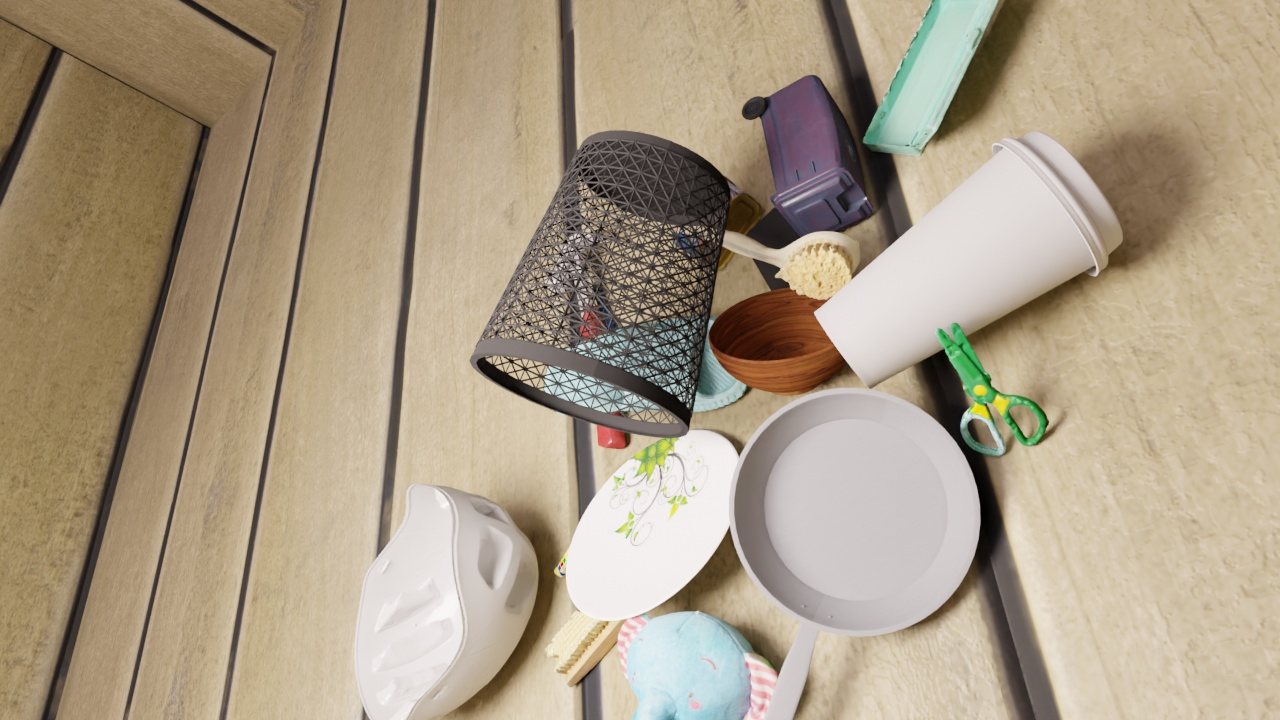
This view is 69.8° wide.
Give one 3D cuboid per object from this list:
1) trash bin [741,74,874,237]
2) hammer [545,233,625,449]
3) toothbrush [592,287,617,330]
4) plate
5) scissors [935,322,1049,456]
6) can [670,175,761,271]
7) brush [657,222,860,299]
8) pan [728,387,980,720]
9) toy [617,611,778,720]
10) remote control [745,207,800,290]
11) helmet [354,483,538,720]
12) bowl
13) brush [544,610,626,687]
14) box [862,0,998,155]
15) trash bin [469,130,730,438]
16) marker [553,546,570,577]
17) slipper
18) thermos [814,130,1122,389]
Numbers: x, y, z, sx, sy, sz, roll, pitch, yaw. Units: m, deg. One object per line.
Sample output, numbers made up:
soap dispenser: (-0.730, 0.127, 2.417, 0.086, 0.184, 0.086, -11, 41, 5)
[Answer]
trash bin: (0.177, -0.210, 0.967, 0.092, 0.093, 0.160, -24, 51, 25)
hammer: (-0.059, -0.029, 1.147, 0.126, 0.036, 0.315, -51, 42, 43)
toothbrush: (-0.035, -0.028, 1.152, 0.017, 0.016, 0.189, -54, 38, 31)
plate: (0.018, 0.172, 0.951, 0.230, 0.030, 0.229, -33, 29, 22)
scissors: (0.265, 0.024, 0.732, 0.071, 0.130, 0.014, -33, 12, 37)
can: (0.088, -0.159, 1.063, 0.100, 0.054, 0.059, -55, 41, 10)
brush: (0.111, -0.123, 0.961, 0.272, 0.077, 0.062, 23, 126, 44)
pan: (0.149, 0.198, 0.759, 0.201, 0.050, 0.356, 18, 90, 20)
toy: (0.035, 0.314, 0.822, 0.184, 0.114, 0.180, 8, 85, 38)
remote control: (0.156, -0.109, 0.994, 0.058, 0.013, 0.133, -42, 43, 22)
helmet: (-0.237, 0.290, 1.061, 0.282, 0.183, 0.224, -54, 34, 0)
bowl: (0.144, -0.008, 0.893, 0.147, 0.069, 0.147, -12, 28, 6)
brush: (-0.057, 0.290, 0.980, 0.117, 0.039, 0.049, -50, 40, 13)
box: (0.303, -0.296, 0.911, 0.187, 0.057, 0.138, -64, 22, 0)
trash bin: (-0.022, -0.076, 0.901, 0.217, 0.217, 0.243, 2, 68, 47)
marker: (-0.059, 0.192, 1.057, 0.132, 0.014, 0.014, -57, 40, 6)
slipper: (-0.006, 0.006, 1.025, 0.277, 0.069, 0.115, -9, 65, 30)
thermos: (0.258, -0.073, 0.751, 0.222, 0.131, 0.131, -37, 45, 14)
